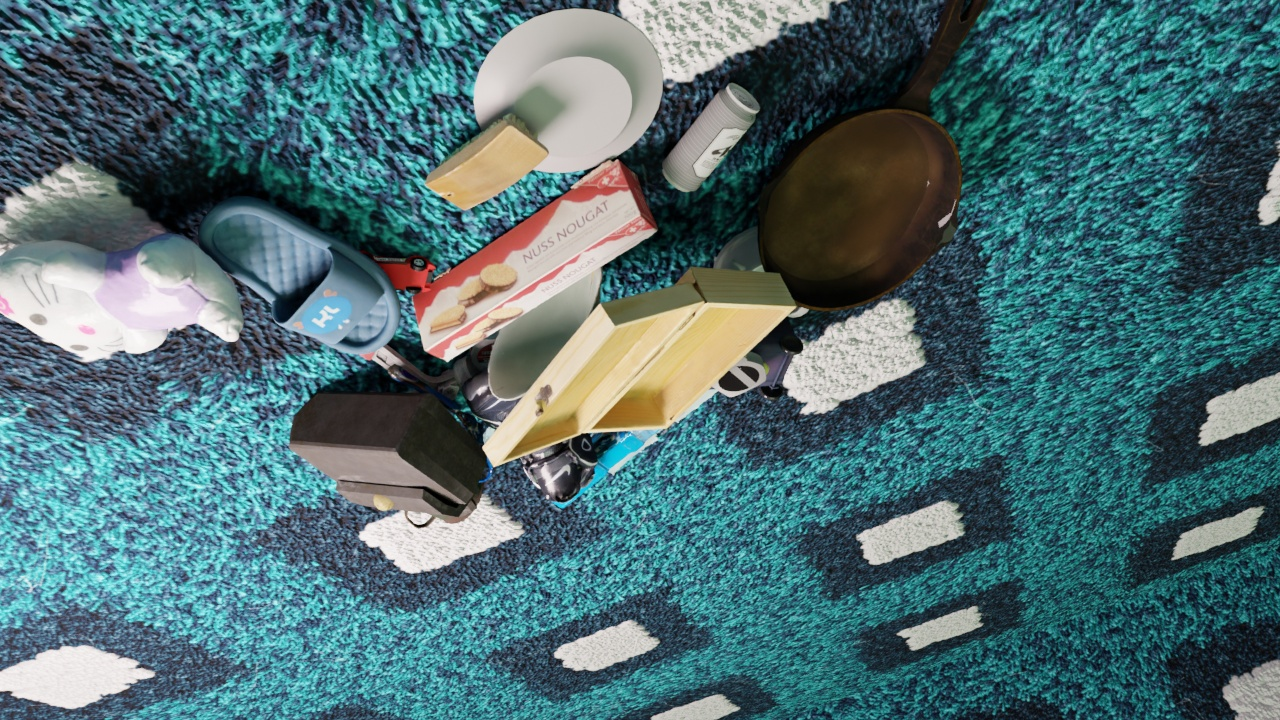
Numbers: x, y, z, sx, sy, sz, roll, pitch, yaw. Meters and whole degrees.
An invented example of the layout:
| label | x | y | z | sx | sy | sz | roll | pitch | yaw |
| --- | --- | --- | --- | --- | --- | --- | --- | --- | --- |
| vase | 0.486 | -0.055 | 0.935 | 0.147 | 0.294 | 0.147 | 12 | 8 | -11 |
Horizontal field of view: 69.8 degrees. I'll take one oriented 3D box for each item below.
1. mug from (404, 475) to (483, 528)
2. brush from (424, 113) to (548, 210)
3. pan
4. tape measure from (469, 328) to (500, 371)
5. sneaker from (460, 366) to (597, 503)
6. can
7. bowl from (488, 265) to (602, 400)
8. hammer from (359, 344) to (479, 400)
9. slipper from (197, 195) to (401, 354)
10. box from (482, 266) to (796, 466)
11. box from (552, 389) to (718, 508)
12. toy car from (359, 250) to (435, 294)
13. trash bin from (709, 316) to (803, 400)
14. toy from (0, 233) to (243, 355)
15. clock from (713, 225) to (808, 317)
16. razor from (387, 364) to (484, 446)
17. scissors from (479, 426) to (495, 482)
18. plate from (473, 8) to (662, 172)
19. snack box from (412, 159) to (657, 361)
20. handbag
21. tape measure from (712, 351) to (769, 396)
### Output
| label | x | y | z | sx | sy | sz | roll | pitch | yaw |
| --- | --- | --- | --- | --- | --- | --- | --- | --- | --- |
| mug | -0.273 | 0.173 | 1.207 | 0.111 | 0.085 | 0.081 | -50 | 135 | 4 |
| brush | -0.139 | -0.181 | 0.831 | 0.117 | 0.039 | 0.049 | -22 | 143 | 35 |
| pan | 0.241 | -0.210 | 0.918 | 0.248 | 0.043 | 0.357 | 6 | 124 | -26 |
| tape measure | -0.168 | -0.015 | 1.066 | 0.060 | 0.020 | 0.062 | -5 | 142 | -15 |
| sneaker | -0.121 | 0.096 | 1.089 | 0.097 | 0.150 | 0.252 | -28 | 155 | 11 |
| can | 0.066 | -0.212 | 0.880 | 0.044 | 0.044 | 0.107 | 15 | 133 | -35 |
| bowl | -0.080 | -0.021 | 0.959 | 0.175 | 0.174 | 0.068 | -37 | 125 | 25 |
| hammer | -0.310 | -0.032 | 0.984 | 0.126 | 0.036 | 0.316 | -24 | 142 | 14 |
| slipper | -0.312 | -0.074 | 0.865 | 0.104 | 0.059 | 0.213 | -37 | 133 | 10 |
| box | -0.004 | 0.007 | 0.927 | 0.256 | 0.076 | 0.248 | -16 | 156 | -44 |
| box | -0.016 | 0.090 | 1.236 | 0.244 | 0.075 | 0.166 | -40 | 172 | 29 |
| toy car | -0.257 | -0.091 | 0.932 | 0.089 | 0.025 | 0.038 | 2 | 137 | -25 |
| trash bin | 0.100 | -0.011 | 1.110 | 0.160 | 0.092 | 0.094 | -3 | 141 | -15 |
| toy | -0.465 | -0.064 | 0.812 | 0.209 | 0.085 | 0.138 | -4 | 150 | 17 |
| clock | 0.159 | -0.101 | 1.049 | 0.159 | 0.061 | 0.120 | -6 | 139 | -20 |
| razor | -0.227 | 0.047 | 1.040 | 0.018 | 0.043 | 0.141 | -40 | 122 | 15 |
| scissors | -0.193 | 0.100 | 1.175 | 0.073 | 0.016 | 0.134 | 32 | 94 | -39 |
| plate | -0.062 | -0.232 | 0.827 | 0.172 | 0.019 | 0.173 | -10 | 143 | -8 |
| snack box | -0.115 | -0.098 | 0.932 | 0.273 | 0.076 | 0.044 | -30 | 152 | 18 |
| handbag | -0.278 | 0.129 | 1.068 | 0.198 | 0.102 | 0.199 | 0 | 145 | 33 |
| tape measure | 0.111 | 0.013 | 1.060 | 0.064 | 0.016 | 0.065 | -30 | 138 | 24 |
